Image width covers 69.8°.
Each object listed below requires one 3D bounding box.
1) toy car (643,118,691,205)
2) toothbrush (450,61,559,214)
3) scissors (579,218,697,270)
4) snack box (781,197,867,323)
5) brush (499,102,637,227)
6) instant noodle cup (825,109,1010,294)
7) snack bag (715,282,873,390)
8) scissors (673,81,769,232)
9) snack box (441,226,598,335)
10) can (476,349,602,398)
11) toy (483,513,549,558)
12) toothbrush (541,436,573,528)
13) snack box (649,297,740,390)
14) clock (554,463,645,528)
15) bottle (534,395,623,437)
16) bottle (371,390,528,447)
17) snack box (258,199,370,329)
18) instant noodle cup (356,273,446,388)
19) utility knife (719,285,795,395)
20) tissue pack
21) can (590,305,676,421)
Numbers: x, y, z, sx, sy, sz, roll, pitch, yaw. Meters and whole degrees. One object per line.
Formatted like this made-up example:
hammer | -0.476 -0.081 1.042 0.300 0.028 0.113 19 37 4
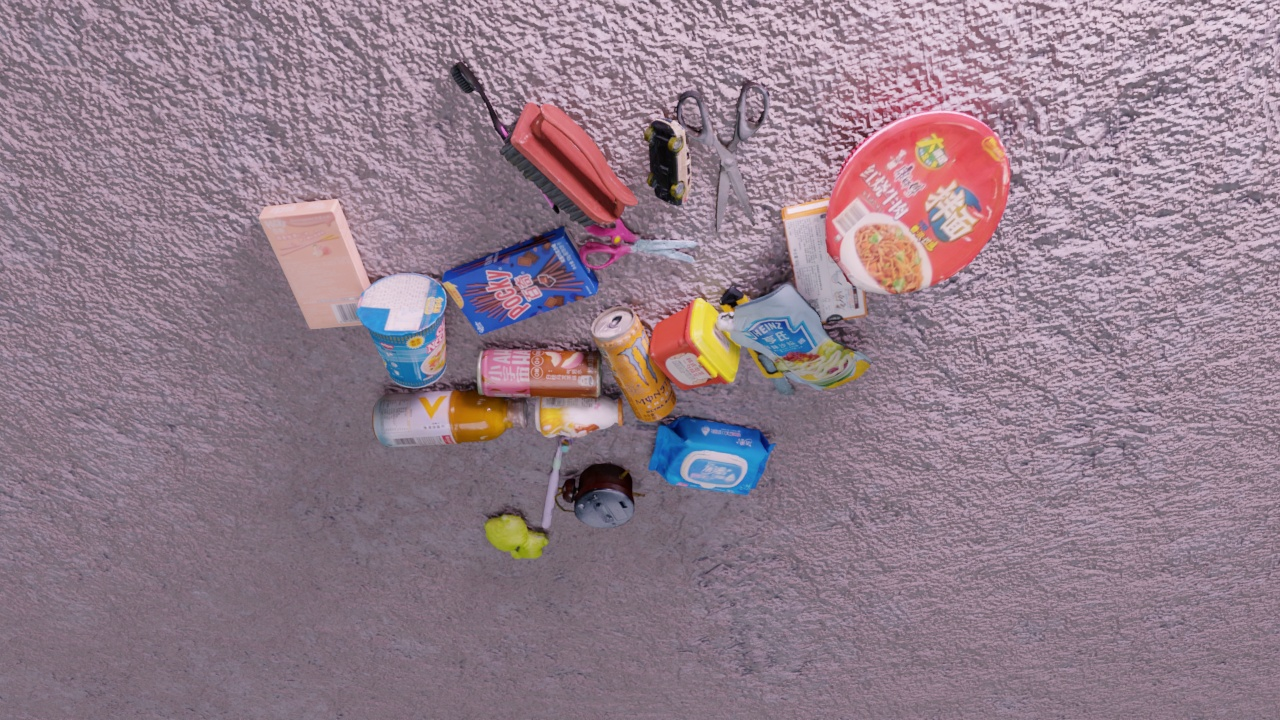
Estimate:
toy car | 0.030 -0.203 0.927 0.042 0.035 0.091 29 143 34
toothbrush | -0.134 -0.221 0.933 0.018 0.014 0.189 -14 131 26
scissors | -0.003 -0.118 1.011 0.137 0.017 0.077 15 112 -15
snack box | 0.205 -0.107 1.016 0.075 0.026 0.154 -10 130 11
brush | -0.068 -0.192 0.923 0.069 0.063 0.146 -22 130 36
instant noodle cup | 0.265 -0.165 0.921 0.193 0.065 0.194 -7 124 -10
snack bag | 0.177 -0.022 1.056 0.111 0.038 0.191 -13 146 42
scissors | 0.090 -0.209 0.938 0.159 0.014 0.171 29 127 -23
snack box | -0.136 -0.088 1.039 0.157 0.026 0.084 -18 128 16
can | -0.121 0.016 1.110 0.147 0.057 0.058 1 131 0
toy | -0.184 0.260 1.343 0.100 0.031 0.097 17 131 -14
toothbrush | -0.118 0.174 1.275 0.021 0.029 0.190 37 136 22
snack box | 0.062 -0.013 1.069 0.080 0.081 0.091 -21 128 31
clock | -0.060 0.188 1.262 0.122 0.055 0.082 -16 130 16
bottle | -0.076 0.065 1.148 0.108 0.063 0.063 -1 131 2
bottle | -0.237 0.071 1.154 0.189 0.067 0.068 -3 131 4
snack box | -0.356 -0.105 1.029 0.084 0.026 0.157 -4 131 5
instant noodle cup | -0.266 -0.029 1.057 0.099 0.099 0.110 1 140 0
utility knife | 0.145 -0.017 1.103 0.033 0.015 0.193 -20 128 21
tissue pack | 0.091 0.128 1.207 0.157 0.052 0.095 10 130 -8
can | -0.007 0.006 1.099 0.058 0.058 0.146 -16 129 14
